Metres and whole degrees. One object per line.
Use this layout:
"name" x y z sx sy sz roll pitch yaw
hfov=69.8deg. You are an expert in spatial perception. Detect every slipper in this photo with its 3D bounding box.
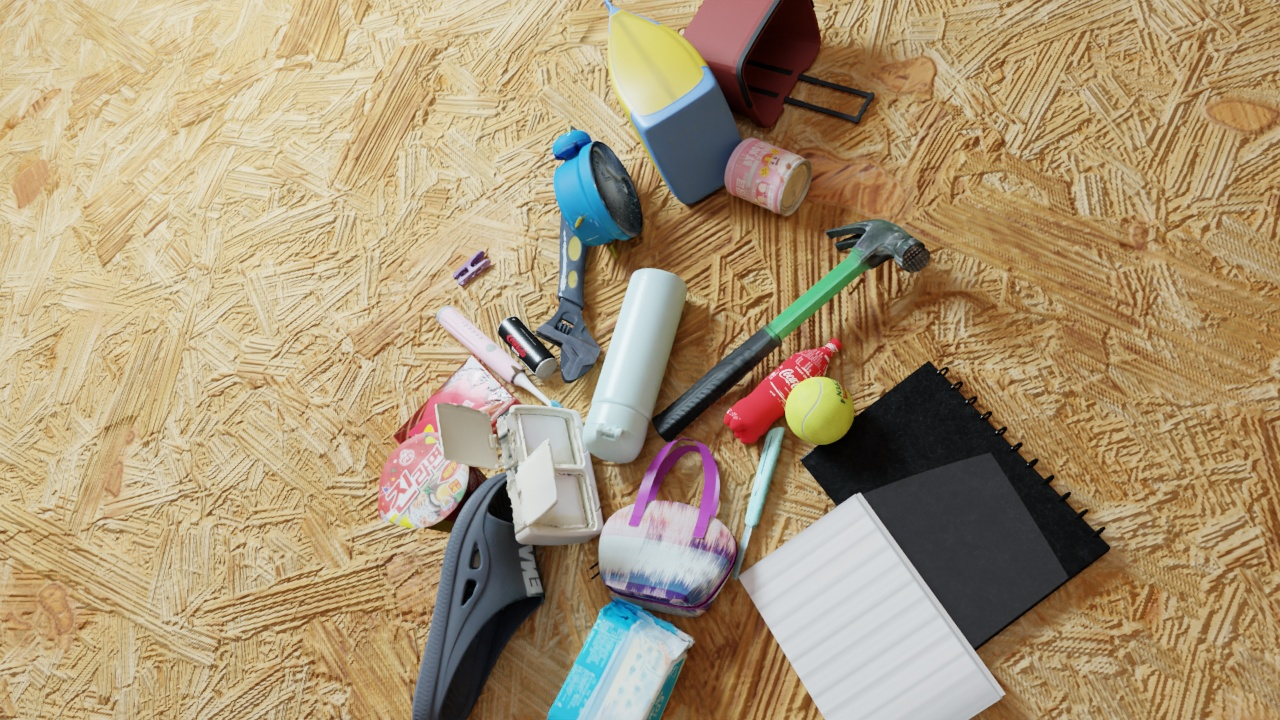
"slipper" -0.148 0.242 0.908 0.083 0.110 0.267 9 74 19

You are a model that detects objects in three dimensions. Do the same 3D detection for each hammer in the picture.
"hammer" 0.139 -0.029 0.943 0.319 0.032 0.130 -41 29 7

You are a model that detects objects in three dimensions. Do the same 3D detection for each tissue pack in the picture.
"tissue pack" -0.017 0.303 0.859 0.093 0.061 0.144 23 79 25

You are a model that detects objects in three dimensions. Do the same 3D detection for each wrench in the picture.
"wrench" -0.079 -0.099 1.068 0.073 0.022 0.272 6 63 -9

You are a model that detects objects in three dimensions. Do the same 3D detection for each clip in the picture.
"clip" -0.208 -0.113 1.136 0.052 0.013 0.036 -42 60 1

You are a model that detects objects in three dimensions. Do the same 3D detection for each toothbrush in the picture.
"toothbrush" -0.160 0.002 1.060 0.027 0.027 0.222 -40 59 -23

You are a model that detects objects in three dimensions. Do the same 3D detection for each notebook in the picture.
"notebook" 0.286 0.129 0.851 0.169 0.019 0.231 -38 61 2
"notebook" 0.200 0.244 0.827 0.143 0.009 0.209 -38 61 10

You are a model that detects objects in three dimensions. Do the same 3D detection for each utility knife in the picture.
"utility knife" 0.116 0.141 0.908 0.022 0.015 0.158 -9 59 58

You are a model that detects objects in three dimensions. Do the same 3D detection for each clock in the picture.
"clock" -0.052 -0.203 1.063 0.060 0.116 0.161 -23 61 23

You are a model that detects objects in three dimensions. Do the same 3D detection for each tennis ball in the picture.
"tennis ball" 0.173 0.049 0.886 0.065 0.065 0.065 -7 65 16

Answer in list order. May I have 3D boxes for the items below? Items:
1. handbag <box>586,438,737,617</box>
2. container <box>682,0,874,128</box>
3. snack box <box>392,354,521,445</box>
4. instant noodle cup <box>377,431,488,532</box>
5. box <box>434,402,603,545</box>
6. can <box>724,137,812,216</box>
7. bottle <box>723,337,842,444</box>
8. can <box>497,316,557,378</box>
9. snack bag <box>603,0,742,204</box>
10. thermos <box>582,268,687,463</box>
"handbag" 0.031 0.159 0.910 0.145 0.068 0.169 6 63 21
"container" 0.157 -0.347 1.049 0.201 0.127 0.148 24 77 33
"snack box" -0.211 0.069 1.052 0.133 0.021 0.089 -46 61 -4
"instant noodle cup" -0.200 0.139 0.966 0.100 0.112 0.100 -8 65 17
"box" -0.099 0.100 0.903 0.101 0.186 0.144 -28 65 27
"can" 0.141 -0.204 1.018 0.076 0.067 0.067 29 80 26
"bottle" 0.147 0.027 0.930 0.141 0.042 0.042 -41 61 -1
"can" -0.130 -0.015 1.054 0.031 0.031 0.080 -43 61 -2
"snack bag" 0.025 -0.305 1.052 0.102 0.159 0.205 -31 60 5
"thermos" -0.006 0.006 0.977 0.065 0.078 0.206 14 70 7
